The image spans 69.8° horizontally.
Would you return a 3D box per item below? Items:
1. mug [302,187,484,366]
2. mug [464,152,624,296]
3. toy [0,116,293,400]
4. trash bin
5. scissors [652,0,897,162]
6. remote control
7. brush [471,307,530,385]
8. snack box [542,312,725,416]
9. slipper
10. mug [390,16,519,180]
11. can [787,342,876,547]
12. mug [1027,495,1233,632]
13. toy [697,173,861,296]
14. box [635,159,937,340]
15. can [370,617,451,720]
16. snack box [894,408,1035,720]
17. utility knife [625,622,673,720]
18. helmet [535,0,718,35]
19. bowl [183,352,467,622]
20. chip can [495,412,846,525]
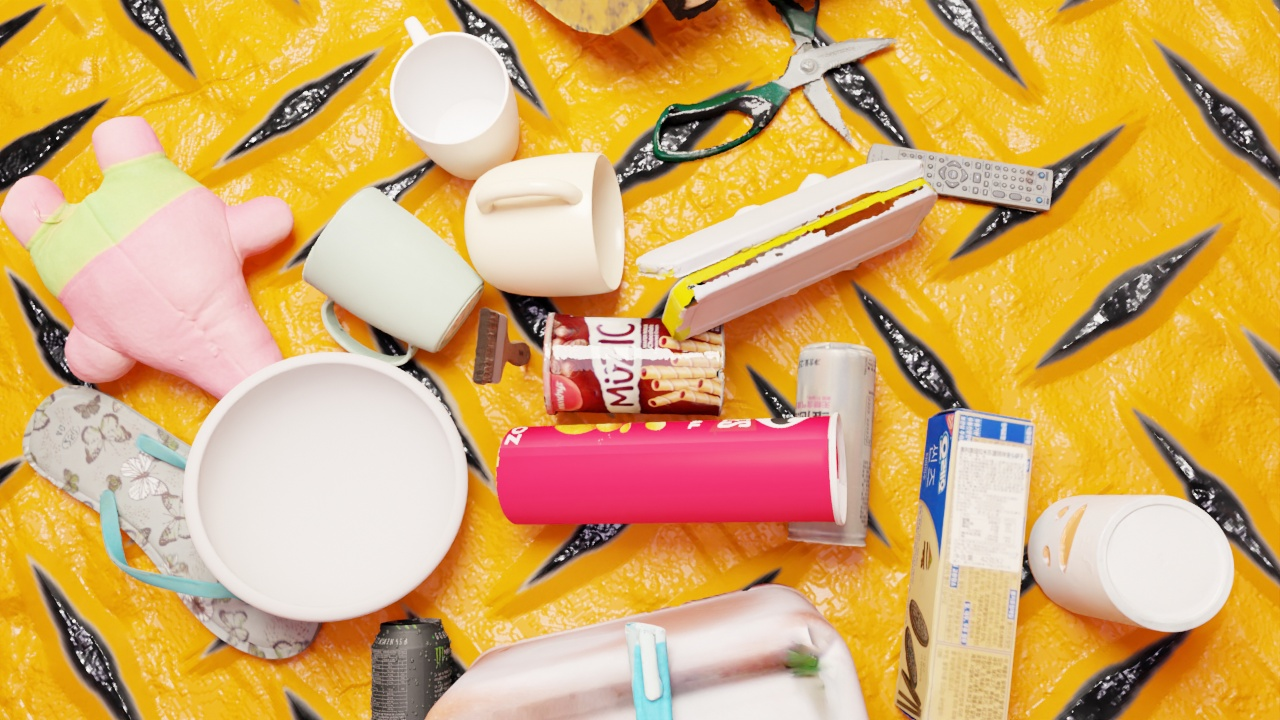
[{"bbox_3d":[-0.178,-0.048,0.654,0.104,0.084,0.111,36,112,-5],"label":"mug"},{"bbox_3d":[-0.073,-0.095,0.631,0.100,0.120,0.096,-2,76,12],"label":"mug"},{"bbox_3d":[-0.327,-0.049,0.652,0.192,0.097,0.236,-40,96,-7],"label":"toy"},{"bbox_3d":[0.013,0.252,0.556,0.260,0.157,0.181,-12,81,-1],"label":"trash bin"},{"bbox_3d":[0.087,-0.243,0.702,0.201,0.015,0.203,-18,79,0],"label":"scissors"},{"bbox_3d":[0.235,-0.135,0.679,0.136,0.013,0.033,9,81,3],"label":"remote control"},{"bbox_3d":[-0.088,-0.007,0.605,0.008,0.143,0.045,6,90,4],"label":"brush"},{"bbox_3d":[-0.004,0.004,0.637,0.121,0.072,0.072,1,81,2],"label":"snack box"},{"bbox_3d":[-0.328,0.104,0.644,0.269,0.055,0.098,37,82,8],"label":"slipper"},{"bbox_3d":[-0.136,-0.191,0.663,0.081,0.088,0.114,-30,81,-3],"label":"mug"},{"bbox_3d":[0.132,0.058,0.633,0.054,0.054,0.135,5,82,3],"label":"can"},{"bbox_3d":[0.309,0.127,0.590,0.082,0.105,0.082,0,81,2],"label":"mug"},{"bbox_3d":[0.097,-0.083,0.664,0.122,0.038,0.079,-20,78,-10],"label":"toy"},{"bbox_3d":[0.102,-0.081,0.609,0.210,0.067,0.070,-24,89,-18],"label":"box"},{"bbox_3d":[-0.153,0.246,0.614,0.054,0.054,0.137,-3,81,1],"label":"can"},{"bbox_3d":[0.218,0.138,0.618,0.056,0.057,0.206,9,81,0],"label":"snack box"},{"bbox_3d":[0.009,0.226,0.472,0.022,0.015,0.176,-5,80,2],"label":"utility knife"},{"bbox_3d":[-0.017,-0.367,0.657,0.131,0.206,0.255,-29,83,-45],"label":"helmet"},{"bbox_3d":[-0.209,0.087,0.624,0.176,0.066,0.176,5,73,-15],"label":"bowl"},{"bbox_3d":[0.019,0.073,0.599,0.221,0.069,0.069,-3,81,17],"label":"chip can"}]
